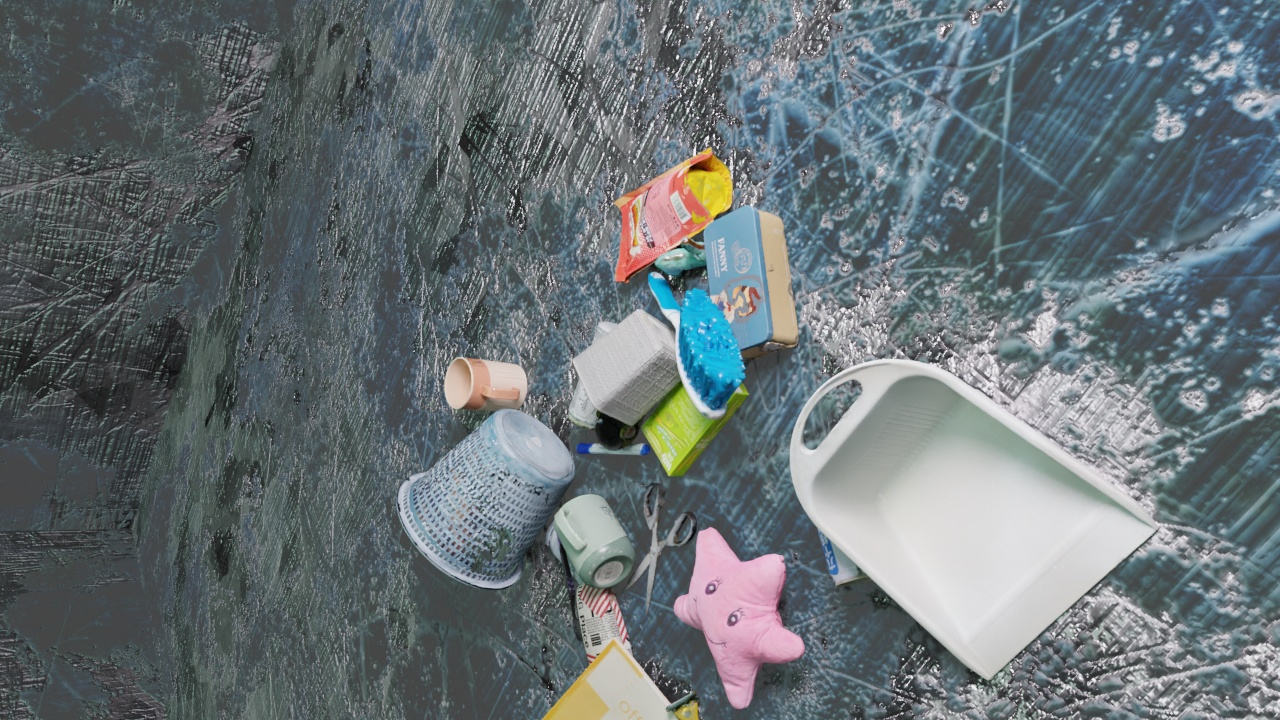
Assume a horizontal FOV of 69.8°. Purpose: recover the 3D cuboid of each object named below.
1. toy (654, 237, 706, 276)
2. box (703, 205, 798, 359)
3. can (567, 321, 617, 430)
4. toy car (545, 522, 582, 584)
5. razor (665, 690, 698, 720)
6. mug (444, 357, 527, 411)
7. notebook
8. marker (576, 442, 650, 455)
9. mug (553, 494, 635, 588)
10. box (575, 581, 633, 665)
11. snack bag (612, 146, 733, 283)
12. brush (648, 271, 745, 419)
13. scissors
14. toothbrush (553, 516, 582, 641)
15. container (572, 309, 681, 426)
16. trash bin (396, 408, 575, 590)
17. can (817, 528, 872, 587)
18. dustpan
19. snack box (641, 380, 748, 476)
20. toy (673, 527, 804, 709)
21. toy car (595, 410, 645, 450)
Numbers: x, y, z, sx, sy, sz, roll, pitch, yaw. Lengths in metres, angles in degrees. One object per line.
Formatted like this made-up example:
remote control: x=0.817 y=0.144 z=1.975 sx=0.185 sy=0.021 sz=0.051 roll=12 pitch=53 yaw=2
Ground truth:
toy: x=0.060 y=-0.133 z=1.167 sx=0.092 sy=0.096 sz=0.030 roll=-15 pitch=72 yaw=28
box: x=0.130 y=-0.096 z=1.089 sx=0.090 sy=0.060 sz=0.184 roll=-23 pitch=70 yaw=46
can: x=-0.054 y=0.021 z=1.284 sx=0.058 sy=0.058 sz=0.147 roll=35 pitch=111 yaw=46
toy car: x=-0.093 y=0.277 z=1.313 sx=0.120 sy=0.036 sz=0.054 roll=38 pitch=112 yaw=42
razor: x=0.074 y=0.465 z=1.097 sx=0.043 sy=0.028 sz=0.132 roll=-32 pitch=53 yaw=6
mug: x=-0.236 y=0.043 z=1.455 sx=0.115 sy=0.105 sz=0.081 roll=14 pitch=95 yaw=49
notebook: x=-0.039 y=0.478 z=1.206 sx=0.146 sy=0.010 sz=0.207 roll=48 pitch=121 yaw=19
marker: x=-0.039 y=0.124 z=1.285 sx=0.146 sy=0.016 sz=0.017 roll=-5 pitch=80 yaw=49
mug: x=-0.068 y=0.239 z=1.224 sx=0.082 sy=0.111 sz=0.106 roll=-44 pitch=45 yaw=8
box: x=-0.044 y=0.373 z=1.239 sx=0.070 sy=0.055 sz=0.164 roll=-38 pitch=62 yaw=55
snack bag: x=0.029 y=-0.194 z=1.221 sx=0.208 sy=0.073 sz=0.128 roll=-25 pitch=61 yaw=50
brush: x=0.055 y=-0.047 z=1.109 sx=0.314 sy=0.060 sz=0.110 roll=-106 pitch=19 yaw=-45
scissors: x=0.020 y=0.244 z=1.203 sx=0.178 sy=0.014 sz=0.159 roll=-33 pitch=61 yaw=43
toothbrush: x=-0.099 y=0.307 z=1.290 sx=0.017 sy=0.014 sz=0.189 roll=-4 pitch=100 yaw=36
container: x=-0.007 y=0.007 z=1.159 sx=0.114 sy=0.090 sz=0.090 roll=-40 pitch=51 yaw=17
trash bin: x=-0.208 y=0.188 z=1.343 sx=0.195 sy=0.226 sz=0.226 roll=-48 pitch=50 yaw=18
can: x=0.210 y=0.166 z=0.963 sx=0.053 sy=0.053 sz=0.134 roll=-33 pitch=61 yaw=42
dustpan: x=0.267 y=0.127 z=0.840 sx=0.223 sy=0.142 sz=0.257 roll=-57 pitch=46 yaw=27
snack box: x=0.066 y=0.065 z=1.164 sx=0.157 sy=0.026 sz=0.085 roll=-55 pitch=48 yaw=28
toy: x=0.111 y=0.274 z=1.047 sx=0.179 sy=0.074 sz=0.194 roll=-57 pitch=46 yaw=26
toy car: x=-0.013 y=0.050 z=1.244 sx=0.070 sy=0.042 sz=0.158 roll=38 pitch=107 yaw=43
